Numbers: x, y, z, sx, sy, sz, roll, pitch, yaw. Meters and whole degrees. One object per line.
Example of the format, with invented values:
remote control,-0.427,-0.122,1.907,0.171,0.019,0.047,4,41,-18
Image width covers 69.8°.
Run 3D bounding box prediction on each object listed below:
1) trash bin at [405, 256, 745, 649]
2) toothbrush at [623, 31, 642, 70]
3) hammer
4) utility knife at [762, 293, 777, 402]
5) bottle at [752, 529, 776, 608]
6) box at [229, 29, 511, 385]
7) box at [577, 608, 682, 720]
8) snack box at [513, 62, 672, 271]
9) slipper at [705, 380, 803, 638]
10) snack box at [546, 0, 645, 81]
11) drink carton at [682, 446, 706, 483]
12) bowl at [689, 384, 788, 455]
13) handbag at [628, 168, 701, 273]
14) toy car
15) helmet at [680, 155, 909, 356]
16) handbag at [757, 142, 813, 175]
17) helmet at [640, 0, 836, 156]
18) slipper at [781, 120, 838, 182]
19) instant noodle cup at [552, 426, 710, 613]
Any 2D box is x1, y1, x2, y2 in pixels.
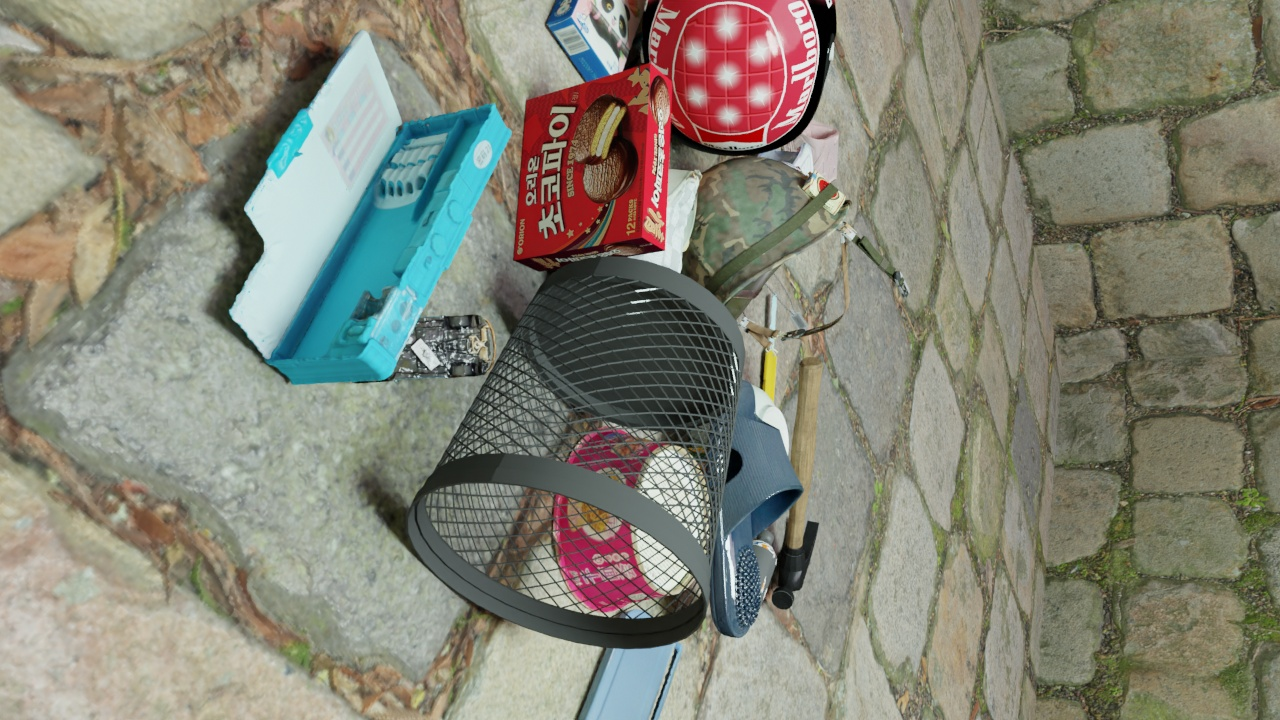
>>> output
trash bin,-0.032,0.065,0.709,0.218,0.218,0.226,56,38,-37
toothbrush,-0.025,-0.291,0.946,0.017,0.016,0.188,51,45,-27
hammer,0.198,0.142,1.127,0.132,0.040,0.306,-45,140,-62
utility knife,0.170,0.020,1.201,0.030,0.019,0.227,29,66,-59
bottle,0.133,0.248,1.086,0.047,0.047,0.112,63,39,-30
box,-0.185,-0.108,0.598,0.117,0.097,0.226,52,45,-43
box,-0.011,0.345,0.849,0.122,0.047,0.208,57,43,-34
snack box,-0.041,-0.163,0.791,0.035,0.133,0.152,20,69,-54
slipper,0.119,0.146,0.932,0.101,0.083,0.263,25,64,-57
snack box,-0.038,-0.355,0.917,0.088,0.033,0.153,48,48,-44
drink carton,0.057,0.153,0.969,0.041,0.058,0.122,3,83,-57
bowl,0.124,0.096,1.069,0.153,0.073,0.153,10,78,-58
handbag,-0.011,-0.092,0.853,0.123,0.112,0.171,52,49,-73
toy car,-0.163,-0.008,0.663,0.111,0.047,0.047,-3,87,-28
helmet,0.150,-0.115,1.011,0.223,0.193,0.236,-21,73,-43
handbag,0.173,-0.200,1.199,0.158,0.069,0.127,-55,144,-44
helmet,0.102,-0.324,0.955,0.224,0.198,0.271,-74,163,-50
slipper,0.246,-0.316,1.325,0.094,0.065,0.239,-42,119,-51
instant noodle cup,0.002,0.150,0.867,0.178,0.078,0.178,12,75,-56
